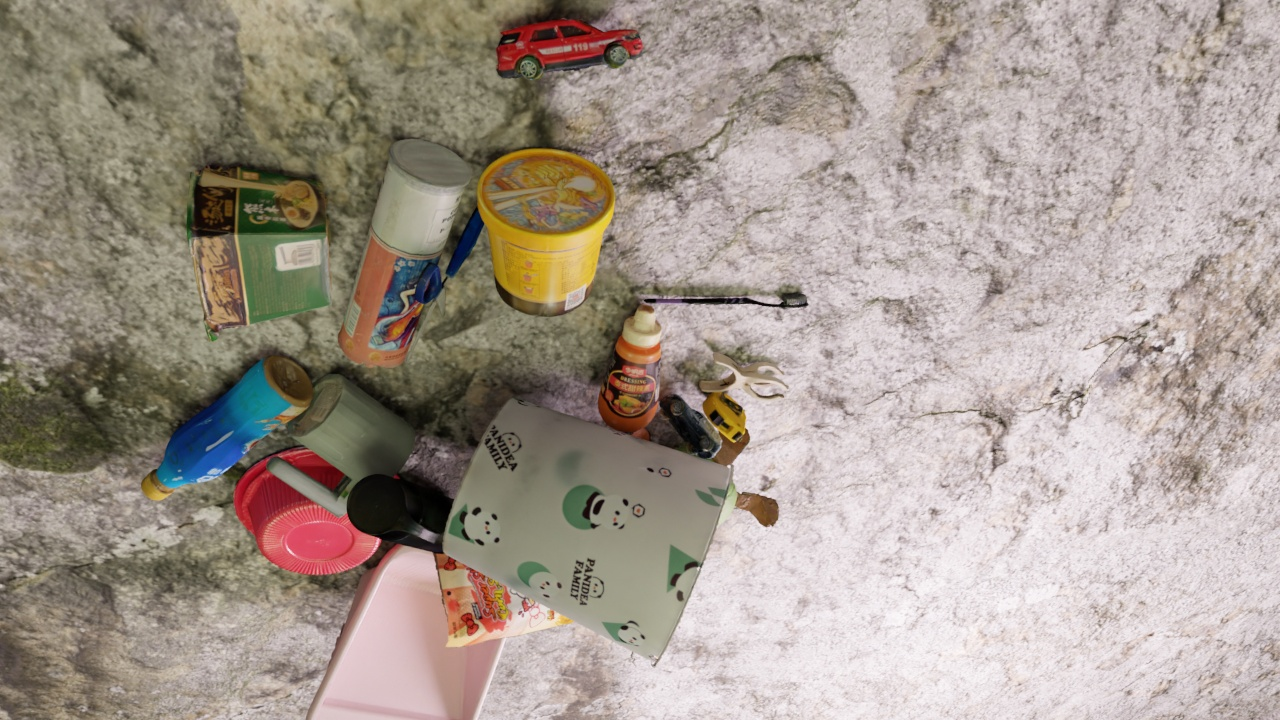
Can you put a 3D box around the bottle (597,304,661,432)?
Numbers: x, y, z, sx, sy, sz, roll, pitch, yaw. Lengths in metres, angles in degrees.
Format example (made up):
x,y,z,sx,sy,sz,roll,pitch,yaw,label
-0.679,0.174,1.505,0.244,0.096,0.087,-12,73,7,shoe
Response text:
x,y,z,sx,sy,sz,roll,pitch,yaw,label
-0.006,0.006,0.997,0.066,0.066,0.150,1,125,-16,bottle

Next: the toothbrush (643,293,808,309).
x,y,z,sx,sy,sz,roll,pitch,yaw,label
0.095,-0.065,0.989,0.189,0.014,0.017,0,124,-15,toothbrush

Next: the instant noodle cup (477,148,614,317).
x,y,z,sx,sy,sz,roll,pitch,yaw,label
-0.086,-0.110,0.830,0.118,0.118,0.115,-5,140,-11,instant noodle cup

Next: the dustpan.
x,y,z,sx,sy,sz,roll,pitch,yaw,label
-0.265,0.347,1.146,0.222,0.272,0.139,23,147,-35,dustpan

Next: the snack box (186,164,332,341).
x,y,z,sx,sy,sz,roll,pitch,yaw,label
-0.317,-0.097,0.777,0.105,0.117,0.118,-5,136,-17,snack box

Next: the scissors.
x,y,z,sx,sy,sz,roll,pitch,yaw,label
-0.183,-0.070,0.848,0.012,0.162,0.176,29,96,-3,scissors

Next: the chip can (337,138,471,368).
x,y,z,sx,sy,sz,roll,pitch,yaw,label
-0.220,-0.091,0.837,0.071,0.071,0.215,11,129,-24,chip can

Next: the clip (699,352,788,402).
x,y,z,sx,sy,sz,roll,pitch,yaw,label
0.122,0.019,1.065,0.100,0.034,0.070,10,130,-13,clip

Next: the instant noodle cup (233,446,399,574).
x,y,z,sx,sy,sz,roll,pitch,yaw,label
-0.368,0.185,1.059,0.193,0.065,0.194,-8,135,-8,instant noodle cup

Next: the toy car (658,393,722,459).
x,y,z,sx,sy,sz,roll,pitch,yaw,label
0.058,0.075,1.070,0.034,0.090,0.043,-42,-176,-22,toy car

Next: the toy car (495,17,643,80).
x,y,z,sx,sy,sz,roll,pitch,yaw,label
-0.058,-0.253,0.743,0.120,0.053,0.045,-7,109,-4,toy car

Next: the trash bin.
x,y,z,sx,sy,sz,roll,pitch,yaw,label
-0.058,0.171,0.983,0.252,0.228,0.230,22,128,3,trash bin

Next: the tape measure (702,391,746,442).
x,y,z,sx,sy,sz,roll,pitch,yaw,label
0.101,0.061,1.076,0.057,0.059,0.029,39,113,-8,tape measure

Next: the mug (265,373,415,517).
x,y,z,sx,sy,sz,roll,pitch,yaw,label
-0.313,0.089,0.956,0.123,0.084,0.103,-54,130,-13,mug

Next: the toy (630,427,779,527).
x,y,z,sx,sy,sz,roll,pitch,yaw,label
0.038,0.173,1.137,0.247,0.090,0.227,-20,114,3,toy

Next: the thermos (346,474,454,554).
x,y,z,sx,sy,sz,roll,pitch,yaw,label
-0.238,0.177,0.995,0.068,0.090,0.243,-53,169,-9,thermos

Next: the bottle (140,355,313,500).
x,y,z,sx,sy,sz,roll,pitch,yaw,label
-0.431,0.076,0.940,0.219,0.065,0.065,-34,132,17,bottle

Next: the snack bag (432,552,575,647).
x,y,z,sx,sy,sz,roll,pitch,yaw,label
-0.156,0.283,1.152,0.207,0.128,0.073,4,152,-36,snack bag
